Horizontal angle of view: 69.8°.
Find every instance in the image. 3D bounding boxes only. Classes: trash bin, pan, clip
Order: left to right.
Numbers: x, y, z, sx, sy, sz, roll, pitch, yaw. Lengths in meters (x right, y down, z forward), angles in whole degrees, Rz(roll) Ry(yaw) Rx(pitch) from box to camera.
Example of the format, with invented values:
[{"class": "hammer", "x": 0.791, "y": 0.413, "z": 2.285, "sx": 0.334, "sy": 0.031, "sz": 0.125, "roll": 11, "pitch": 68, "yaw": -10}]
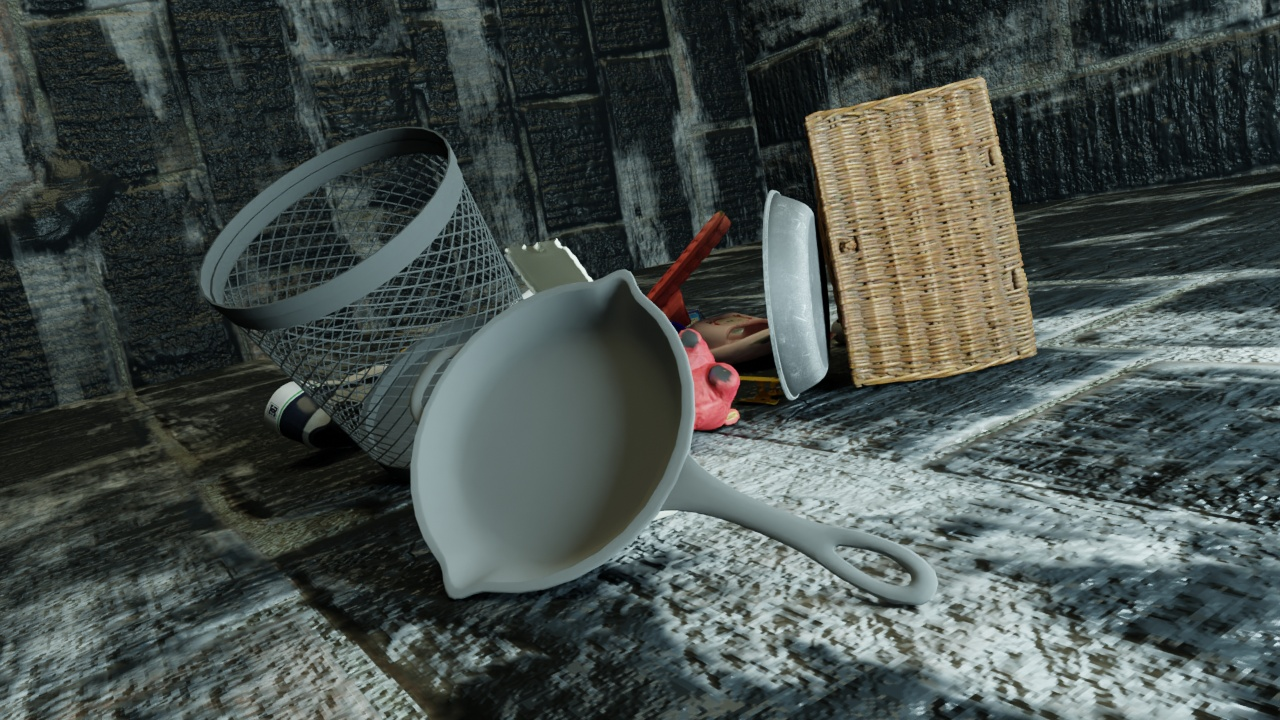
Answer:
[{"class": "trash bin", "x": -0.205, "y": -0.038, "z": 0.781, "sx": 0.218, "sy": 0.227, "sz": 0.217, "roll": -15, "pitch": 42, "yaw": 14}, {"class": "pan", "x": -0.005, "y": 0.059, "z": 0.511, "sx": 0.355, "sy": 0.216, "sz": 0.024, "roll": 18, "pitch": -15, "yaw": 36}, {"class": "clip", "x": 0.116, "y": 0.023, "z": 0.855, "sx": 0.049, "sy": 0.044, "sz": 0.054, "roll": -44, "pitch": 23, "yaw": -25}, {"class": "pan", "x": 0.159, "y": -0.057, "z": 0.902, "sx": 0.055, "sy": 0.187, "sz": 0.356, "roll": -5, "pitch": -2, "yaw": 18}]

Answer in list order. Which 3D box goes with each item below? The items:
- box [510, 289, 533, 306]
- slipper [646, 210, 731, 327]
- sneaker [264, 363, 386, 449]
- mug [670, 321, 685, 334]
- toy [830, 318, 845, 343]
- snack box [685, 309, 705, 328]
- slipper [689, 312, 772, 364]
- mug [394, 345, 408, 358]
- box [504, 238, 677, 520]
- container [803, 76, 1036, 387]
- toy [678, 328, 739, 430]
[{"class": "box", "x": -0.083, "y": -0.029, "z": 1.065, "sx": 0.109, "sy": 0.121, "sz": 0.136, "roll": 26, "pitch": 38, "yaw": 14}, {"class": "slipper", "x": 0.037, "y": -0.065, "z": 1.091, "sx": 0.249, "sy": 0.059, "sz": 0.103, "roll": -52, "pitch": 6, "yaw": 10}, {"class": "sneaker", "x": -0.315, "y": 0.061, "z": 1.058, "sx": 0.079, "sy": 0.084, "sz": 0.234, "roll": 30, "pitch": 16, "yaw": 19}, {"class": "mug", "x": -0.006, "y": 0.006, "z": 0.967, "sx": 0.111, "sy": 0.079, "sz": 0.084, "roll": -29, "pitch": 17, "yaw": -29}, {"class": "toy", "x": 0.234, "y": -0.035, "z": 1.060, "sx": 0.111, "sy": 0.030, "sz": 0.049, "roll": -16, "pitch": 13, "yaw": -3}, {"class": "snack box", "x": 0.014, "y": -0.032, "z": 1.228, "sx": 0.150, "sy": 0.027, "sz": 0.082, "roll": -15, "pitch": -11, "yaw": 9}, {"class": "slipper", "x": 0.098, "y": -0.027, "z": 1.096, "sx": 0.106, "sy": 0.055, "sz": 0.222, "roll": -15, "pitch": 6, "yaw": -30}, {"class": "mug", "x": -0.200, "y": 0.034, "z": 0.985, "sx": 0.123, "sy": 0.100, "sz": 0.094, "roll": 18, "pitch": -8, "yaw": -37}, {"class": "box", "x": -0.028, "y": 0.011, "z": 0.627, "sx": 0.144, "sy": 0.186, "sz": 0.070, "roll": 1, "pitch": 2, "yaw": 36}, {"class": "container", "x": 0.254, "y": -0.110, "z": 0.884, "sx": 0.162, "sy": 0.250, "sz": 0.183, "roll": -11, "pitch": -1, "yaw": 6}, {"class": "toy", "x": 0.021, "y": 0.048, "z": 0.770, "sx": 0.133, "sy": 0.088, "sz": 0.094, "roll": -30, "pitch": -23, "yaw": -2}]
